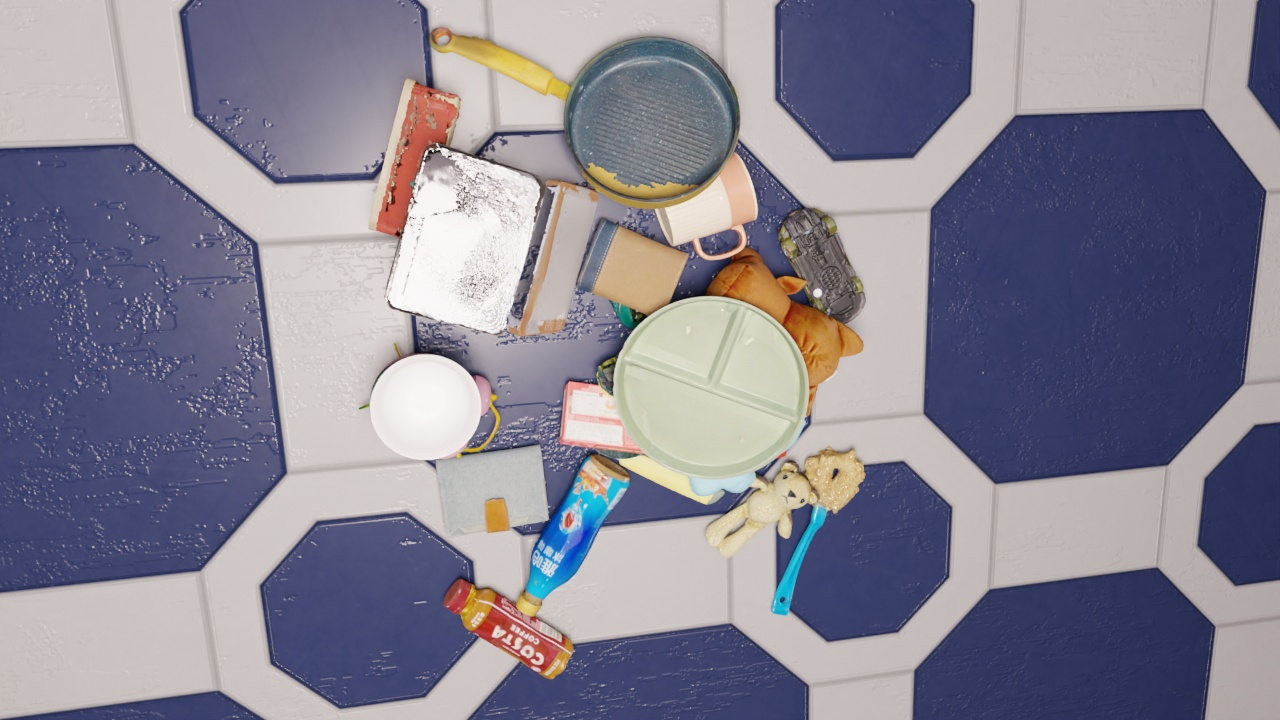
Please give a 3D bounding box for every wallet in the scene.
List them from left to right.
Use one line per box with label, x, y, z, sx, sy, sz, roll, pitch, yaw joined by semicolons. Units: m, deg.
wallet;-0.183;0.165;1.142;0.129;0.037;0.106;-7;103;-9
wallet;-0.010;-0.108;1.097;0.115;0.033;0.090;22;99;5

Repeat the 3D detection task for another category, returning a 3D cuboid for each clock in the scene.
clock;-0.243;0.055;1.094;0.158;0.060;0.117;29;94;-14

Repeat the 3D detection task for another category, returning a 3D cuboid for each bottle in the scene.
bottle;-0.170;0.340;1.172;0.175;0.057;0.057;38;93;-16
bottle;-0.092;0.224;1.159;0.065;0.065;0.219;29;97;-16

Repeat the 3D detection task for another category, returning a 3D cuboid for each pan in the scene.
pan;-0.063;-0.296;1.029;0.357;0.078;0.197;18;80;5

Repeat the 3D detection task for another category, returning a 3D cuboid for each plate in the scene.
plate;0.083;0.033;1.088;0.230;0.027;0.230;3;109;8

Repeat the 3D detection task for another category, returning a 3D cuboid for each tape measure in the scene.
tape measure;-0.004;-0.066;1.131;0.058;0.025;0.054;-25;105;-4

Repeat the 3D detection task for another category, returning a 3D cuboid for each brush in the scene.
brush;0.230;0.231;1.240;0.083;0.046;0.255;15;103;-18

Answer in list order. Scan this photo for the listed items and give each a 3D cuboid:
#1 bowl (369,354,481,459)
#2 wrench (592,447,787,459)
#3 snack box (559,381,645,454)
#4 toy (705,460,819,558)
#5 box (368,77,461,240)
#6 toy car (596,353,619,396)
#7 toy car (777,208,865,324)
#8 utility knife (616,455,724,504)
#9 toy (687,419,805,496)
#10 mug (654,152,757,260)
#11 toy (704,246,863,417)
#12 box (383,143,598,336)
bowl;-0.239;0.046;1.027;0.118;0.065;0.118;-2;100;-11
wrench;0.062;0.106;1.183;0.273;0.016;0.056;6;86;-13
snack box;-0.022;0.074;1.143;0.152;0.025;0.075;8;73;-13
toy;0.156;0.198;1.201;0.157;0.066;0.105;-38;87;9
box;-0.240;-0.216;1.016;0.076;0.091;0.168;15;99;-11
toy car;-0.007;0.007;1.137;0.105;0.032;0.048;-30;91;-16
toy car;0.228;-0.116;1.156;0.070;0.042;0.158;-29;105;-3
utility knife;0.016;0.139;1.184;0.204;0.021;0.031;27;92;-17
toy;0.125;0.105;1.152;0.161;0.049;0.156;-3;122;-1
mug;0.079;-0.175;1.092;0.106;0.081;0.114;-20;102;-4
toy;0.166;-0.038;1.125;0.199;0.130;0.140;38;98;4
box;-0.144;-0.121;0.996;0.270;0.134;0.179;8;102;-46
